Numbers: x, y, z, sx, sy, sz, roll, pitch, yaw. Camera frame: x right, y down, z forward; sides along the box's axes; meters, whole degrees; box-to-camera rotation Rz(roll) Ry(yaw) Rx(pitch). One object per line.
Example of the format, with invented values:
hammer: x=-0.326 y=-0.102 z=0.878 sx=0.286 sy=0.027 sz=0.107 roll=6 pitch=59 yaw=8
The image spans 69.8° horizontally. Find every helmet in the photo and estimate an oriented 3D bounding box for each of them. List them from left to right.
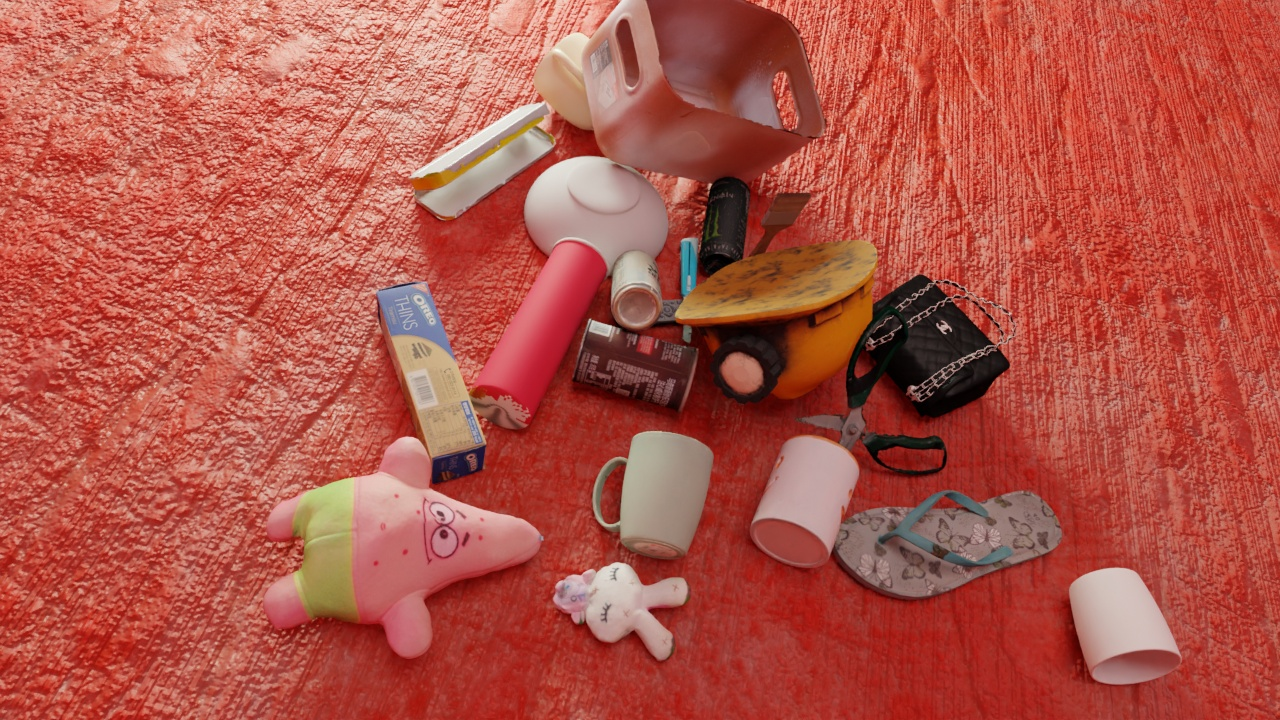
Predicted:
helmet: x=0.158 y=-0.031 z=0.981 sx=0.206 sy=0.131 sz=0.254 roll=-5 pitch=21 yaw=33

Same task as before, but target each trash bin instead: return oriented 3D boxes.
trash bin: x=0.073 y=-0.328 z=1.118 sx=0.259 sy=0.158 sz=0.181 roll=1 pitch=69 yaw=-37

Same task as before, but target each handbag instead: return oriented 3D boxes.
handbag: x=0.332 y=-0.022 z=1.045 sx=0.124 sy=0.115 sz=0.153 roll=-26 pitch=69 yaw=-26

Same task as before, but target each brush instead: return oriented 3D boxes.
brush: x=0.146 y=-0.141 z=1.064 sx=0.045 sy=0.143 sz=0.008 roll=-6 pitch=57 yaw=-28

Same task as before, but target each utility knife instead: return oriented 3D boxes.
utility knife: x=0.058 y=-0.083 z=1.069 sx=0.022 sy=0.015 sz=0.176 roll=3 pitch=48 yaw=-2

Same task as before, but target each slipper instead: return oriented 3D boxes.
slipper: x=0.327 y=0.181 z=0.936 sx=0.268 sy=0.055 sz=0.098 roll=-4 pitch=59 yaw=-19

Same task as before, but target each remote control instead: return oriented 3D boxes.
remote control: x=0.034 y=-0.056 z=1.055 sx=0.136 sy=0.013 sz=0.033 roll=-5 pitch=55 yaw=-18

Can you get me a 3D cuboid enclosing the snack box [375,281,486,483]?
snack box: x=-0.210 y=0.017 z=0.915 sx=0.057 sy=0.056 sz=0.206 roll=-14 pitch=60 yaw=-21

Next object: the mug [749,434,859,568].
mug: x=0.163 y=0.139 z=0.906 sx=0.082 sy=0.082 sz=0.105 roll=26 pitch=54 yaw=5

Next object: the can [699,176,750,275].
can: x=0.104 y=-0.166 z=1.127 sx=0.054 sy=0.054 sz=0.137 roll=14 pitch=53 yaw=-4

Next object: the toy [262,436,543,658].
toy: x=-0.199 y=0.161 z=0.795 sx=0.236 sy=0.097 sz=0.191 roll=1 pitch=63 yaw=-23

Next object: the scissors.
scissors: x=0.261 y=0.052 z=0.955 sx=0.203 sy=0.202 sz=0.015 roll=18 pitch=18 yaw=-23

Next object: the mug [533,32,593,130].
mug: x=-0.073 y=-0.354 z=1.178 sx=0.096 sy=0.120 sz=0.100 roll=-44 pitch=83 yaw=5

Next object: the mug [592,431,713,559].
mug: x=0.007 y=0.131 z=0.882 sx=0.111 sy=0.084 sz=0.103 roll=2 pitch=63 yaw=22

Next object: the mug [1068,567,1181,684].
mug: x=0.481 y=0.266 z=0.906 sx=0.114 sy=0.081 sz=0.087 roll=31 pitch=39 yaw=-31

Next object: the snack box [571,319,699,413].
snack box: x=-0.006 y=0.006 z=0.966 sx=0.121 sy=0.072 sz=0.072 roll=16 pitch=53 yaw=-1

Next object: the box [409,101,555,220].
box: x=-0.190 y=-0.250 z=1.120 sx=0.067 sy=0.070 sz=0.209 roll=23 pitch=49 yaw=28

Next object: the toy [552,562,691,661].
toy: x=-0.018 y=0.221 z=0.829 sx=0.122 sy=0.038 sz=0.079 roll=13 pitch=60 yaw=-2

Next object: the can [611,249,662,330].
can: x=-0.005 y=-0.078 z=0.998 sx=0.054 sy=0.054 sz=0.135 roll=12 pitch=21 yaw=-5

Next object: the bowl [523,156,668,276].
bowl: x=-0.048 y=-0.187 z=1.096 sx=0.176 sy=0.066 sz=0.176 roll=7 pitch=54 yaw=-9

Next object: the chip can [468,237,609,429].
chip can: x=-0.103 y=-0.032 z=0.970 sx=0.069 sy=0.069 sz=0.219 roll=23 pitch=53 yaw=2
